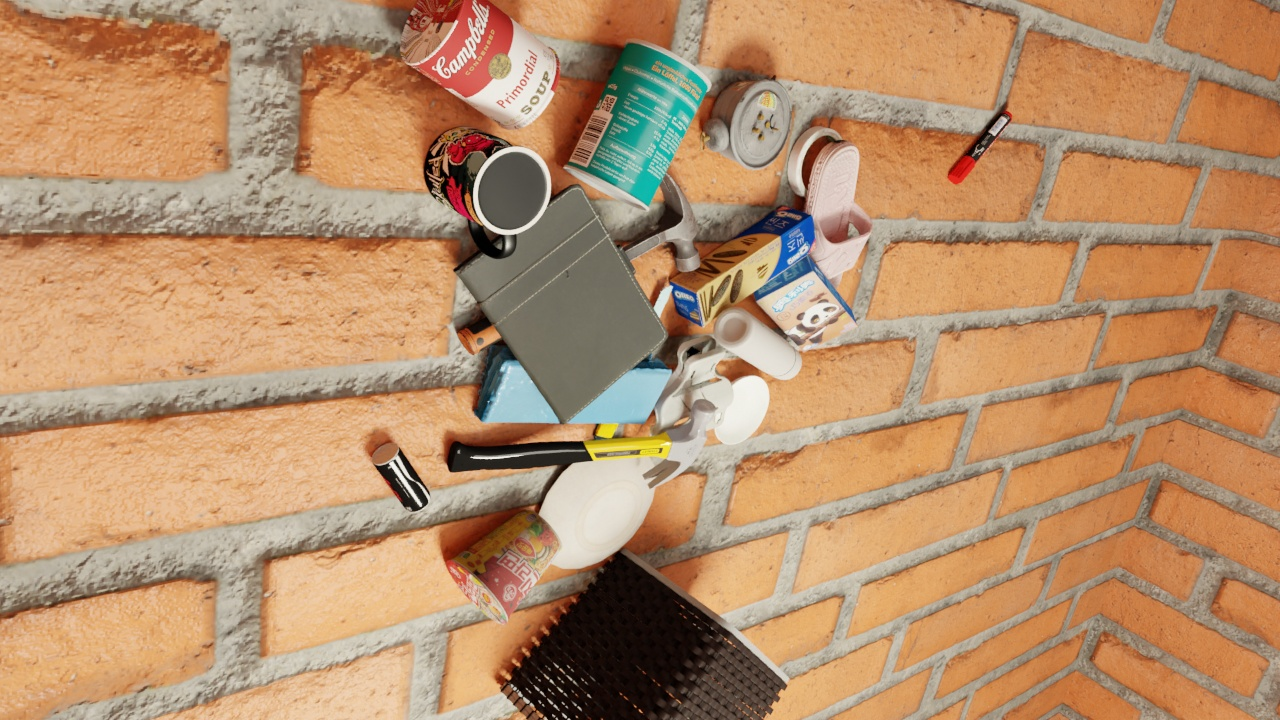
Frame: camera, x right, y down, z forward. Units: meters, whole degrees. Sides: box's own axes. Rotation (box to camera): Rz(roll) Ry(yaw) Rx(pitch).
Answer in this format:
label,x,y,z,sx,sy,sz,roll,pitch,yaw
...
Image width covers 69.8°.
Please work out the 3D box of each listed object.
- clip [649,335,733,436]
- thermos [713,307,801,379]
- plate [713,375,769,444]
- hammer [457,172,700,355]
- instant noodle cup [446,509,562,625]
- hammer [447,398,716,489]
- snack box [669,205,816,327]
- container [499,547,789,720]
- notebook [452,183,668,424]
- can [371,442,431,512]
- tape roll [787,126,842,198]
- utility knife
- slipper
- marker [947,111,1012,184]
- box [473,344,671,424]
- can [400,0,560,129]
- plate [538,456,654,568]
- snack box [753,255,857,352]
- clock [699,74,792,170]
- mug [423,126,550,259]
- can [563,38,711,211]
label,x,y,z,sx,sy,sz,roll,pitch,yaw
clip,0.054,0.029,1.176,0.126,0.099,0.152,-19,125,-34
thermos,0.160,-0.017,1.208,0.052,0.052,0.224,-61,151,2
plate,0.134,0.065,1.284,0.104,0.026,0.104,-20,124,-33
hammer,-0.066,-0.102,1.019,0.313,0.035,0.138,-32,128,-24
instant noodle cup,-0.154,0.236,1.081,0.112,0.100,0.100,-41,133,-27
hammer,-0.068,0.107,1.086,0.323,0.029,0.127,-2,128,-27
snack box,0.133,-0.124,1.163,0.206,0.056,0.057,-35,130,-22
container,0.016,0.437,1.225,0.243,0.246,0.247,-51,135,-12
notebook,-0.075,-0.061,0.980,0.169,0.029,0.209,-40,119,-17
can,-0.253,0.126,0.976,0.031,0.031,0.080,-38,132,-20
tape roll,0.232,-0.259,1.206,0.093,0.018,0.094,-19,123,-33
utility knife,-0.007,0.007,1.137,0.030,0.019,0.217,12,108,-50
slipper,0.262,-0.174,1.227,0.094,0.064,0.240,-27,136,-28
marker,0.529,-0.331,1.421,0.145,0.023,0.021,-49,127,-10
box,-0.078,0.028,1.068,0.231,0.054,0.093,2,127,-37
can,-0.142,-0.274,0.826,0.116,0.087,0.086,26,93,-45
plate,-0.048,0.194,1.186,0.188,0.027,0.189,-21,127,-31
snack box,0.226,-0.074,1.255,0.087,0.034,0.151,-28,140,22
clock,0.121,-0.274,1.075,0.147,0.056,0.104,-27,127,-31
mug,-0.145,-0.155,0.876,0.081,0.098,0.118,-20,124,-32
can,-0.004,-0.242,0.953,0.099,0.099,0.144,23,96,-45
